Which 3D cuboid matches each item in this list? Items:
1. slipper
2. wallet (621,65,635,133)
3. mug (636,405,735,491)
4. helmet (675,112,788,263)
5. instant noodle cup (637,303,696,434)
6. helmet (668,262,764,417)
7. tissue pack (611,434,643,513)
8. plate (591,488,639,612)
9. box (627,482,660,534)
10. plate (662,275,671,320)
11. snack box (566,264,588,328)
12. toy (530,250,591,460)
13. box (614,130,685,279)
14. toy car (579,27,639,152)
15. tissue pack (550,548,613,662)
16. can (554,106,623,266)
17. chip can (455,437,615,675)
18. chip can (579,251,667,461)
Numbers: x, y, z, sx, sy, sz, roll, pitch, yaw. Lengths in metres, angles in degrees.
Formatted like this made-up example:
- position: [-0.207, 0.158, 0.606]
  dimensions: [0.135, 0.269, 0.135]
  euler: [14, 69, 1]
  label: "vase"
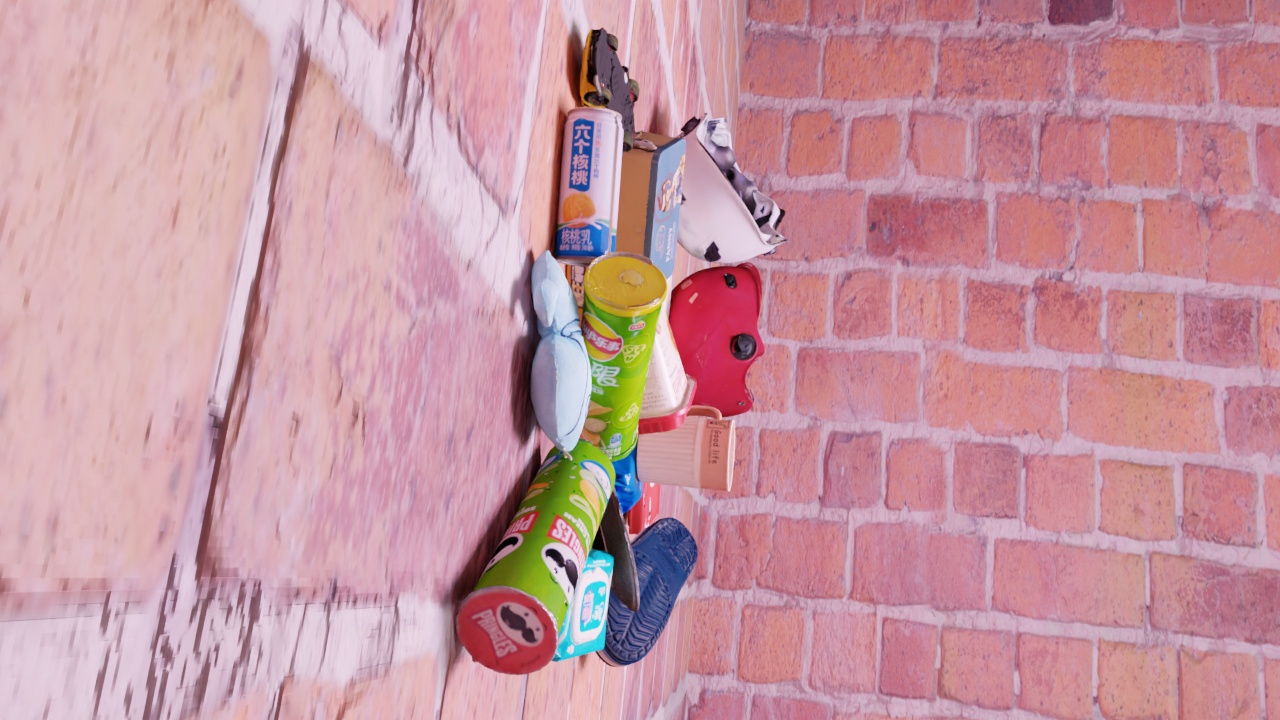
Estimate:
- position: [-0.009, 0.289, 1.174]
  dimensions: [0.095, 0.105, 0.252]
  euler: [-42, -178, 34]
  label: "slipper"
- position: [-0.025, -0.249, 1.025]
  dimensions: [0.122, 0.020, 0.096]
  euler: [81, 19, -53]
  label: "wallet"
- position: [0.057, 0.097, 1.082]
  dimensions: [0.114, 0.106, 0.082]
  euler: [-76, 165, -46]
  label: "mug"
- position: [0.101, -0.237, 1.362]
  dimensions: [0.229, 0.146, 0.258]
  euler: [53, 23, -14]
  label: "helmet"
- position: [-0.006, 0.006, 1.000]
  dimensions: [0.116, 0.117, 0.124]
  euler: [-65, 146, -66]
  label: "instant noodle cup"
- position: [0.084, -0.034, 1.367]
  dimensions: [0.207, 0.143, 0.240]
  euler: [-133, -130, -64]
  label: "helmet"
- position: [-0.023, 0.103, 1.099]
  dimensions: [0.095, 0.052, 0.156]
  euler: [74, 21, -61]
  label: "tissue pack"
- position: [-0.039, 0.177, 0.958]
  dimensions: [0.179, 0.024, 0.179]
  euler: [165, -89, -79]
  label: "plate"
- position: [0.008, 0.136, 1.337]
  dimensions: [0.160, 0.059, 0.201]
  euler: [-75, 168, -66]
  label: "box"
- position: [0.010, -0.097, 1.246]
  dimensions: [0.204, 0.045, 0.205]
  euler: [6, 89, -81]
  label: "plate"
- position: [-0.052, -0.085, 0.899]
  dimensions: [0.075, 0.026, 0.154]
  euler: [-53, 147, -73]
  label: "snack box"
- position: [-0.067, 0.002, 0.760]
  dimensions: [0.161, 0.050, 0.156]
  euler: [78, 11, -65]
  label: "toy"
- position: [0.004, -0.161, 1.036]
  dimensions: [0.089, 0.062, 0.185]
  euler: [-48, 146, -53]
  label: "box"
- position: [-0.033, -0.259, 0.884]
  dimensions: [0.156, 0.041, 0.071]
  euler: [51, 44, -71]
  label: "toy car"
- position: [-0.064, 0.219, 0.836]
  dimensions: [0.133, 0.050, 0.093]
  euler: [30, 65, -70]
  label: "tissue pack"
- position: [-0.045, -0.153, 0.816]
  dimensions: [0.053, 0.053, 0.134]
  euler: [5, 90, -81]
  label: "can"
- position: [-0.073, 0.142, 0.722]
  dimensions: [0.235, 0.072, 0.072]
  euler: [-66, 159, -68]
  label: "chip can"
- position: [-0.026, 0.006, 0.846]
  dimensions: [0.222, 0.072, 0.072]
  euler: [101, 1, -46]
  label: "chip can"
